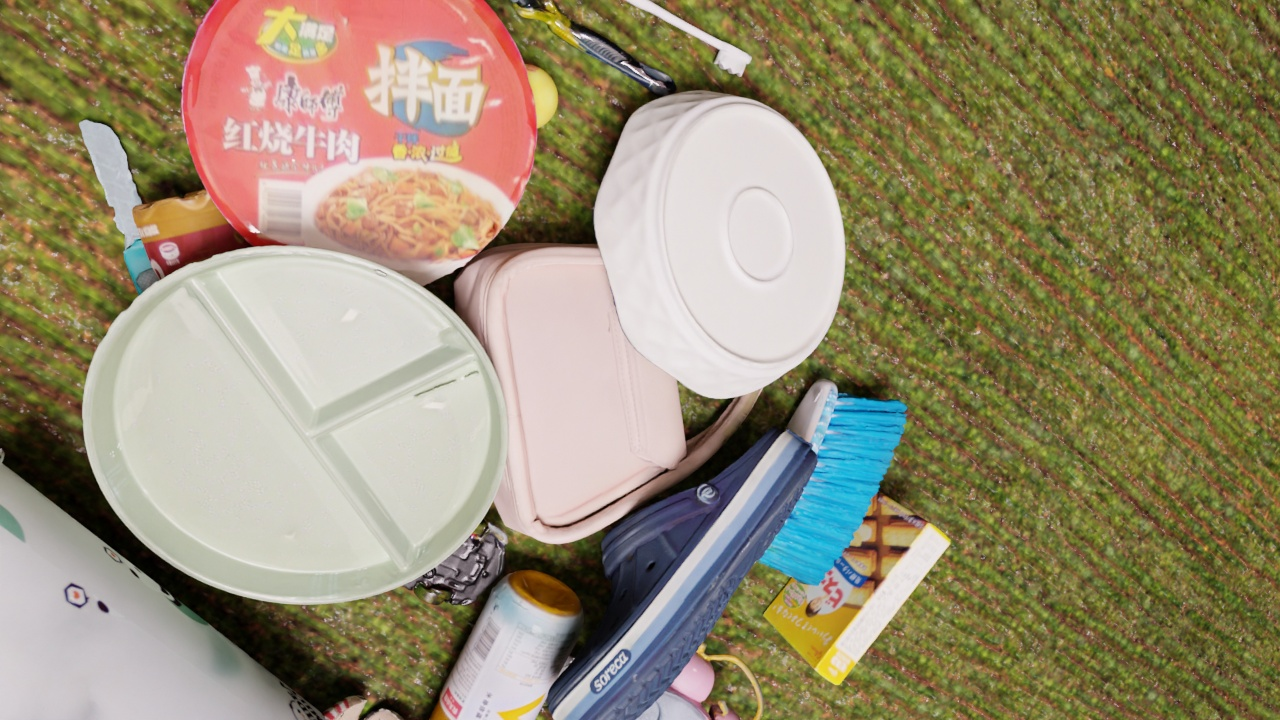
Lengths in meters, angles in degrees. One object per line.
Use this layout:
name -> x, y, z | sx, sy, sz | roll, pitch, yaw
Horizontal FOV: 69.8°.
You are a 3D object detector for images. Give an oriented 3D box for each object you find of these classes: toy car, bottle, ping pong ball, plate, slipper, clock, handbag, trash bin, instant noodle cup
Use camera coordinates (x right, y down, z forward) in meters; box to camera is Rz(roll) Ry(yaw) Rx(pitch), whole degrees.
toy car -> -0.165, 0.115, 0.615 | 0.155, 0.041, 0.071 | 27, 93, -20
bottle -> -0.243, -0.014, 0.550 | 0.057, 0.057, 0.175 | -18, 108, -14
ping pong ball -> -0.072, -0.167, 0.582 | 0.040, 0.040, 0.040 | -4, 103, -18
plate -> -0.192, 0.041, 0.530 | 0.230, 0.027, 0.230 | -4, 114, -8
slipper -> 0.021, 0.132, 0.605 | 0.252, 0.095, 0.105 | -47, 158, -22
clock -> 0.013, 0.263, 0.653 | 0.158, 0.059, 0.117 | -27, 99, 3
handbag -> -0.004, 0.004, 0.632 | 0.233, 0.093, 0.193 | -15, 106, -23
trash bin -> -0.325, 0.214, 0.497 | 0.229, 0.229, 0.252 | -45, 118, -5
bottle -> -0.106, 0.239, 0.640 | 0.068, 0.068, 0.190 | 23, 100, -22
instant noodle cup -> -0.163, -0.140, 0.545 | 0.193, 0.066, 0.194 | -4, 103, -18
plate -> 0.064, -0.079, 0.604 | 0.204, 0.046, 0.205 | 3, 86, -38

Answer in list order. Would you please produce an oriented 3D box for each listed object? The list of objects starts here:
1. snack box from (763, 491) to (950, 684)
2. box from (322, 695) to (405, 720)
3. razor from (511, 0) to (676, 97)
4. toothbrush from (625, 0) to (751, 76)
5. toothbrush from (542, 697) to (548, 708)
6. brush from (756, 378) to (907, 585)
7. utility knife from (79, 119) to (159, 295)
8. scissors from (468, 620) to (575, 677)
snack box -> 0.166, 0.171, 0.715 | 0.033, 0.087, 0.140 | 37, 89, -23
box -> -0.230, 0.303, 0.619 | 0.162, 0.076, 0.087 | -52, 140, 2
razor -> -0.035, -0.211, 0.596 | 0.142, 0.022, 0.042 | 28, 48, -25
toothbrush -> -0.004, -0.233, 0.604 | 0.180, 0.016, 0.016 | 21, 101, -22
toothbrush -> -0.002, 0.300, 0.729 | 0.185, 0.012, 0.017 | 30, 102, -22
brush -> 0.091, 0.155, 0.709 | 0.109, 0.060, 0.314 | 22, 97, -16
utility knife -> -0.288, -0.034, 0.554 | 0.029, 0.013, 0.222 | -21, 108, -21
scissors -> -0.041, 0.228, 0.680 | 0.181, 0.014, 0.159 | 41, 94, -11
